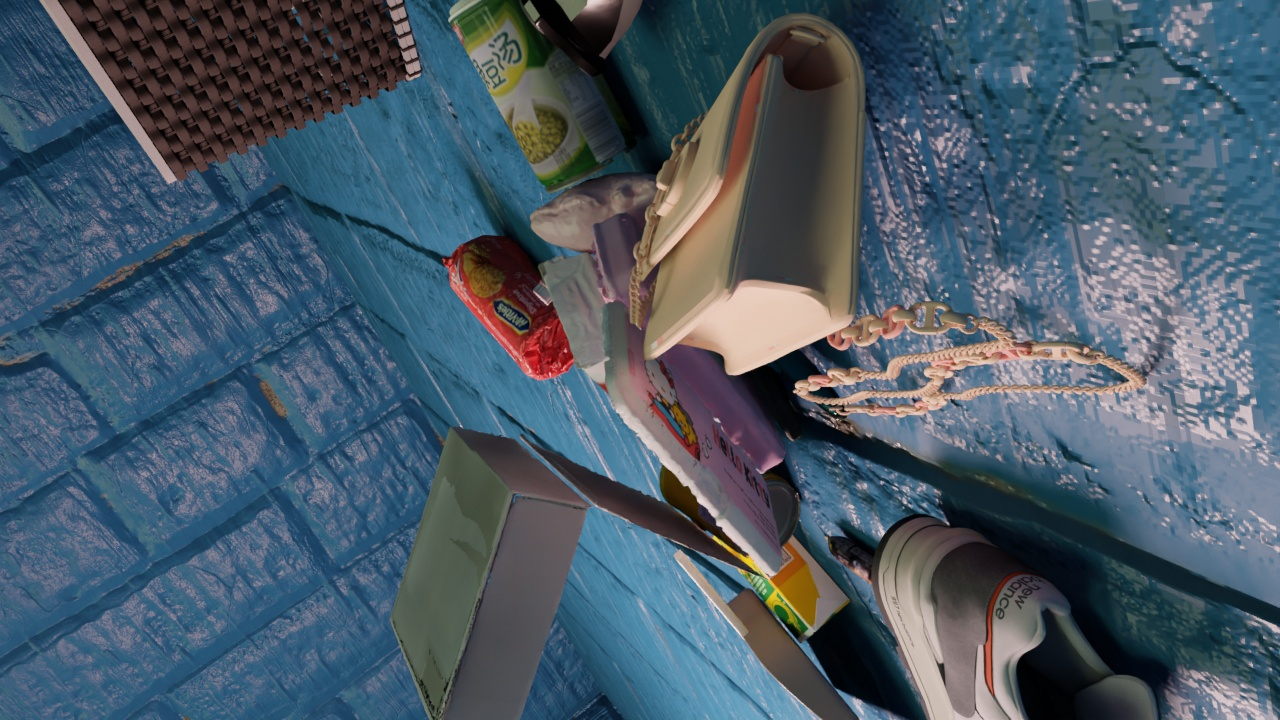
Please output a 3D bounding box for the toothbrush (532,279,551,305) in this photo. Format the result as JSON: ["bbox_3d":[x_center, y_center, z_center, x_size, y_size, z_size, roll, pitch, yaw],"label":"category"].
[{"bbox_3d":[-0.045,-0.023,0.835,0.135,0.016,0.022,45,170,-5],"label":"toothbrush"}]

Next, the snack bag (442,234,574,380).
[{"bbox_3d":[-0.120,-0.056,0.909,0.176,0.082,0.082,45,160,28],"label":"snack bag"}]

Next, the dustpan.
[{"bbox_3d":[0.119,0.252,0.803,0.257,0.033,0.163,51,176,-14],"label":"dustpan"}]

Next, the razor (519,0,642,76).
[{"bbox_3d":[-0.011,-0.199,0.417,0.157,0.060,0.057,-42,71,53],"label":"razor"}]

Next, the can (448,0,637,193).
[{"bbox_3d":[-0.058,-0.170,0.557,0.121,0.067,0.067,61,161,-18],"label":"can"}]

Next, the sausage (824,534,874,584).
[{"bbox_3d":[0.178,0.156,0.617,0.155,0.020,0.020,32,152,50],"label":"sausage"}]

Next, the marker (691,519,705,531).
[{"bbox_3d":[0.053,0.130,0.898,0.022,0.016,0.139,10,141,21],"label":"marker"}]

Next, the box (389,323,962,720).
[{"bbox_3d":[0.014,0.086,0.695,0.167,0.445,0.165,26,138,63],"label":"box"}]

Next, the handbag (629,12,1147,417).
[{"bbox_3d":[0.094,-0.050,0.418,0.187,0.116,0.199,11,169,-10],"label":"handbag"}]

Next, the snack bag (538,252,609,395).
[{"bbox_3d":[-0.004,0.004,0.647,0.077,0.041,0.225,67,-174,25],"label":"snack bag"}]

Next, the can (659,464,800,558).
[{"bbox_3d":[0.068,0.106,0.727,0.105,0.067,0.068,27,148,55],"label":"can"}]

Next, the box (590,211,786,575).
[{"bbox_3d":[0.036,0.020,0.544,0.201,0.041,0.153,49,-161,-39],"label":"box"}]

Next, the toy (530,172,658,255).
[{"bbox_3d":[-0.007,-0.091,0.572,0.096,0.099,0.052,-18,73,48],"label":"toy"}]

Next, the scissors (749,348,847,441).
[{"bbox_3d":[0.080,-0.002,0.587,0.148,0.019,0.118,49,163,31],"label":"scissors"}]

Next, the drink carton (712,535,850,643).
[{"bbox_3d":[0.114,0.173,0.774,0.122,0.041,0.058,48,161,18],"label":"drink carton"}]

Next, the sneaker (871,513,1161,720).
[{"bbox_3d":[0.214,0.196,0.482,0.240,0.088,0.124,60,165,-4],"label":"sneaker"}]

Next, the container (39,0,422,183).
[{"bbox_3d":[-0.375,-0.337,0.776,0.247,0.243,0.246,47,161,23],"label":"container"}]
